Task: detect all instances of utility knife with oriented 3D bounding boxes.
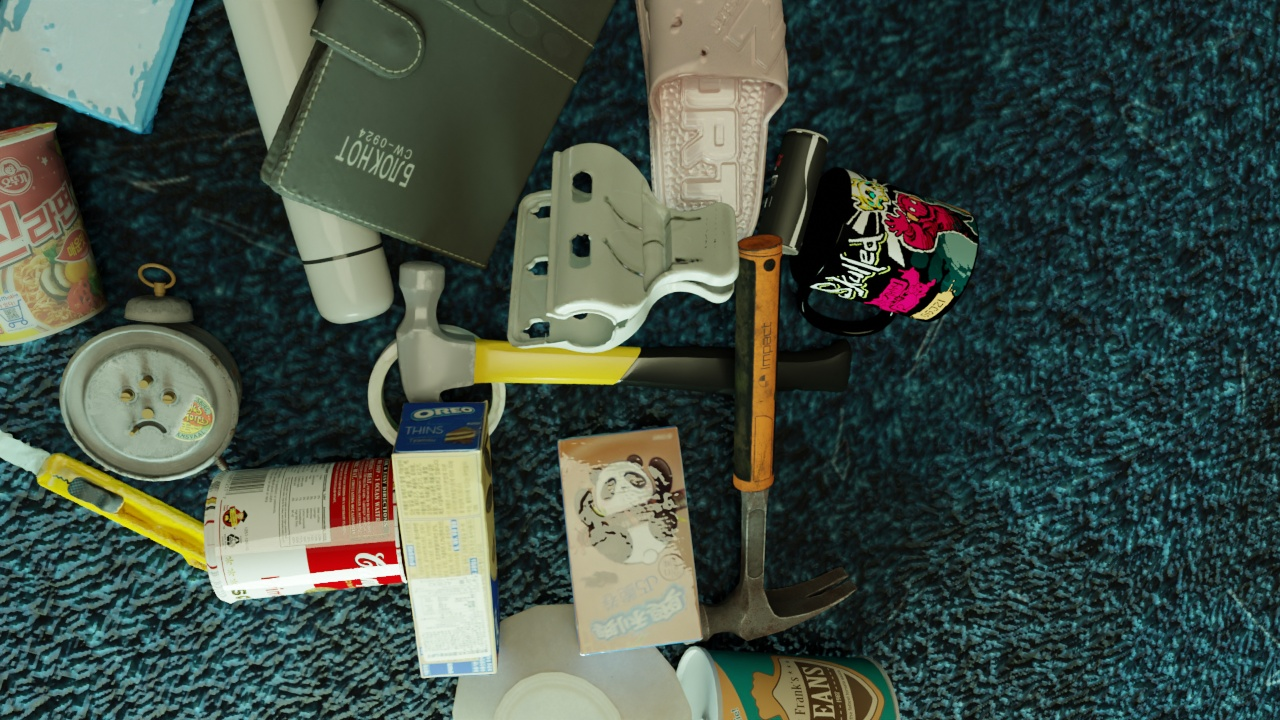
[{"bbox_3d":[-0.369,0.090,0.622,0.217,0.019,0.030,32,88,-13],"label":"utility knife"}]

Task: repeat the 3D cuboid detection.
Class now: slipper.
[{"bbox_3d":[0.049,-0.182,0.595,0.094,0.064,0.239,-4,106,-9],"label":"slipper"}]

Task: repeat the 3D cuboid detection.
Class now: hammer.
[{"bbox_3d":[-0.004,0.004,0.640,0.323,0.029,0.127,2,104,-14],"label":"hammer"},{"bbox_3d":[0.094,0.064,0.655,0.137,0.035,0.315,-7,115,-10],"label":"hammer"}]

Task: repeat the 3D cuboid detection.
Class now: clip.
[{"bbox_3d":[-0.012,-0.075,0.566,0.152,0.099,0.126,-7,62,13],"label":"clip"}]

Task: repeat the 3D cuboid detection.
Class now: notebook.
[{"bbox_3d":[-0.115,-0.172,0.552,0.169,0.029,0.209,18,99,-46],"label":"notebook"}]

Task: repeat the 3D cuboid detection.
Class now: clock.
[{"bbox_3d":[-0.309,0.010,0.588,0.104,0.056,0.148,4,106,-11],"label":"clock"}]

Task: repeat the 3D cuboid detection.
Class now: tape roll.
[{"bbox_3d":[-0.141,0.022,0.639,0.093,0.018,0.094,-2,104,-9],"label":"tape roll"}]

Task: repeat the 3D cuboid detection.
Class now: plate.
[{"bbox_3d":[-0.055,0.276,0.672,0.189,0.027,0.188,0,91,14],"label":"plate"}]

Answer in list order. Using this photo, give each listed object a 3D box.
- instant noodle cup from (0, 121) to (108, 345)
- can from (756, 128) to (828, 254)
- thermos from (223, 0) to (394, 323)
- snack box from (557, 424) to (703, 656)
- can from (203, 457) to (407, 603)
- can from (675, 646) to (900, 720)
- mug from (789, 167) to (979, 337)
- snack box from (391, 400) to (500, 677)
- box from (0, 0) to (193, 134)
[{"bbox_3d":[-0.372,-0.073,0.541,0.100,0.100,0.112,-16,114,-5],"label":"instant noodle cup"},{"bbox_3d":[0.104,-0.116,0.631,0.031,0.031,0.080,15,90,-13],"label":"can"},{"bbox_3d":[-0.204,-0.134,0.570,0.052,0.052,0.224,-13,106,-6],"label":"thermos"},{"bbox_3d":[-0.009,0.126,0.653,0.087,0.034,0.151,-6,85,-4],"label":"snack box"},{"bbox_3d":[-0.217,0.111,0.614,0.116,0.086,0.087,-4,105,-9],"label":"can"},{"bbox_3d":[0.107,0.273,0.697,0.144,0.099,0.099,8,103,-16],"label":"can"},{"bbox_3d":[0.159,-0.066,0.642,0.098,0.081,0.118,15,129,-13],"label":"mug"},{"bbox_3d":[-0.127,0.125,0.618,0.056,0.057,0.207,-1,123,-6],"label":"snack box"},{"bbox_3d":[-0.298,-0.257,0.535,0.093,0.054,0.232,18,102,-31],"label":"box"}]
